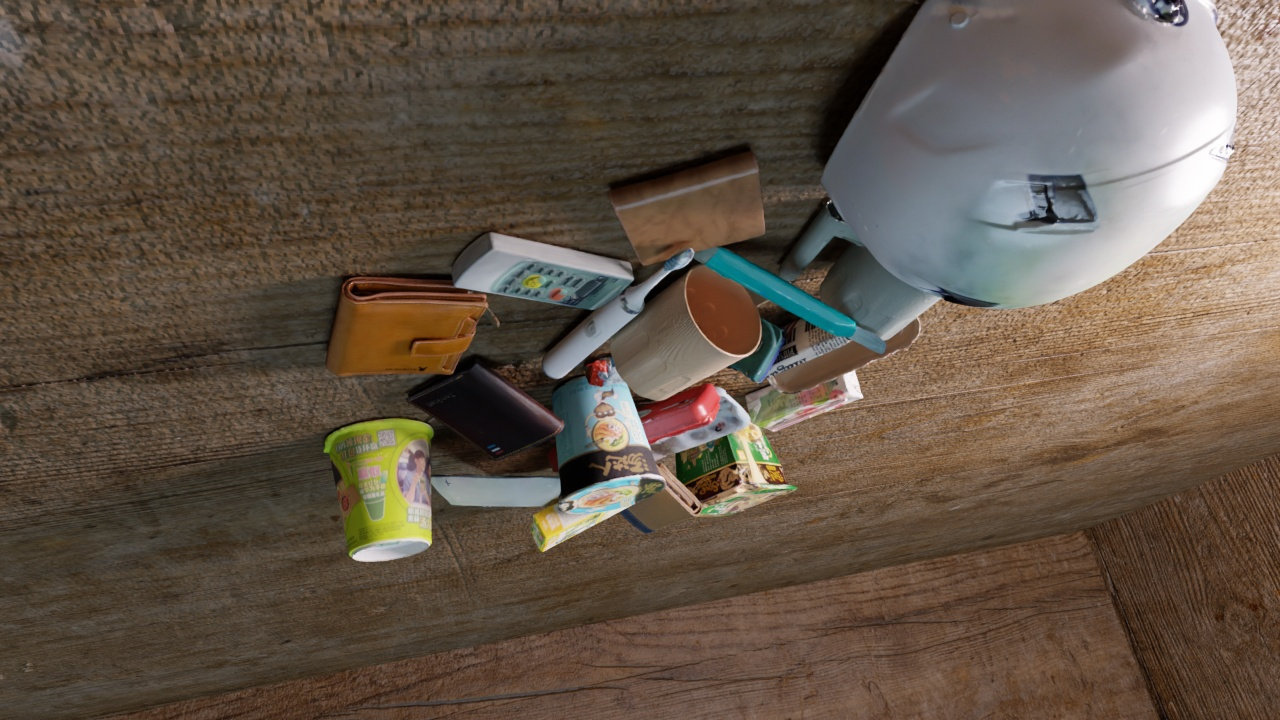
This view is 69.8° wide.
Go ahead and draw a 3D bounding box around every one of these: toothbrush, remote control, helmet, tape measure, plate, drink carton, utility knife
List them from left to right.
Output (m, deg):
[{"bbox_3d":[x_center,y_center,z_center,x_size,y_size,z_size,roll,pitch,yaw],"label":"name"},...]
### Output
[{"bbox_3d":[-0.133,0.148,1.049,0.162,0.034,0.265,0,172,12],"label":"plate"},{"bbox_3d":[-0.072,-0.064,0.689,0.135,0.019,0.056,7,151,-41],"label":"remote control"},{"bbox_3d":[-0.022,-0.038,0.760,0.026,0.027,0.222,-35,179,-41],"label":"toothbrush"},{"bbox_3d":[0.104,-0.013,0.859,0.058,0.054,0.025,-60,150,4],"label":"tape measure"},{"bbox_3d":[0.123,-0.049,0.737,0.185,0.013,0.029,28,143,-13],"label":"utility knife"},{"bbox_3d":[0.189,0.044,1.058,0.123,0.045,0.053,-23,157,26],"label":"drink carton"},{"bbox_3d":[0.255,-0.116,0.575,0.258,0.145,0.230,-6,157,-17],"label":"helmet"}]

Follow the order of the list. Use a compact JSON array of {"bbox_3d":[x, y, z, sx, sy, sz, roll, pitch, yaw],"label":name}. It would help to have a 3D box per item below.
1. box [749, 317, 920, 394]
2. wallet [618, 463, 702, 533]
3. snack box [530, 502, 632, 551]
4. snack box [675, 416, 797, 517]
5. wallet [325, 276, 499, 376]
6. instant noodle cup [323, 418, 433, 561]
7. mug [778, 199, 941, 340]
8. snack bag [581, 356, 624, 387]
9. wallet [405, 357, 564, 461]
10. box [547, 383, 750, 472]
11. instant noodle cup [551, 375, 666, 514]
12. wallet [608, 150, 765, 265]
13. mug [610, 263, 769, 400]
[{"bbox_3d":[0.180,-0.012,0.876,0.163,0.075,0.086,-23,-174,30],"label":"box"},{"bbox_3d":[0.012,0.165,1.106,0.033,0.090,0.116,-51,-170,-34],"label":"wallet"},{"bbox_3d":[-0.052,0.159,1.005,0.140,0.033,0.087,-28,166,-16],"label":"snack box"},{"bbox_3d":[0.108,0.128,1.141,0.118,0.105,0.117,-28,156,35],"label":"snack box"},{"bbox_3d":[-0.179,-0.024,0.719,0.119,0.035,0.131,4,154,-22],"label":"wallet"},{"bbox_3d":[-0.260,0.135,0.931,0.111,0.123,0.112,-11,158,-5],"label":"instant noodle cup"},{"bbox_3d":[0.184,-0.077,0.740,0.124,0.083,0.104,20,153,-7],"label":"mug"},{"bbox_3d":[-0.005,0.005,0.884,0.105,0.026,0.045,-11,149,-7],"label":"snack bag"},{"bbox_3d":[-0.147,0.048,0.873,0.097,0.020,0.122,-26,132,28],"label":"wallet"},{"bbox_3d":[0.009,0.081,1.037,0.202,0.069,0.157,-22,165,24],"label":"box"},{"bbox_3d":[-0.041,0.081,0.924,0.111,0.120,0.111,-12,159,-5],"label":"instant noodle cup"},{"bbox_3d":[0.038,-0.104,0.656,0.101,0.020,0.115,-14,161,7],"label":"wallet"},{"bbox_3d":[0.048,-0.028,0.784,0.104,0.084,0.124,-33,177,43],"label":"mug"}]
